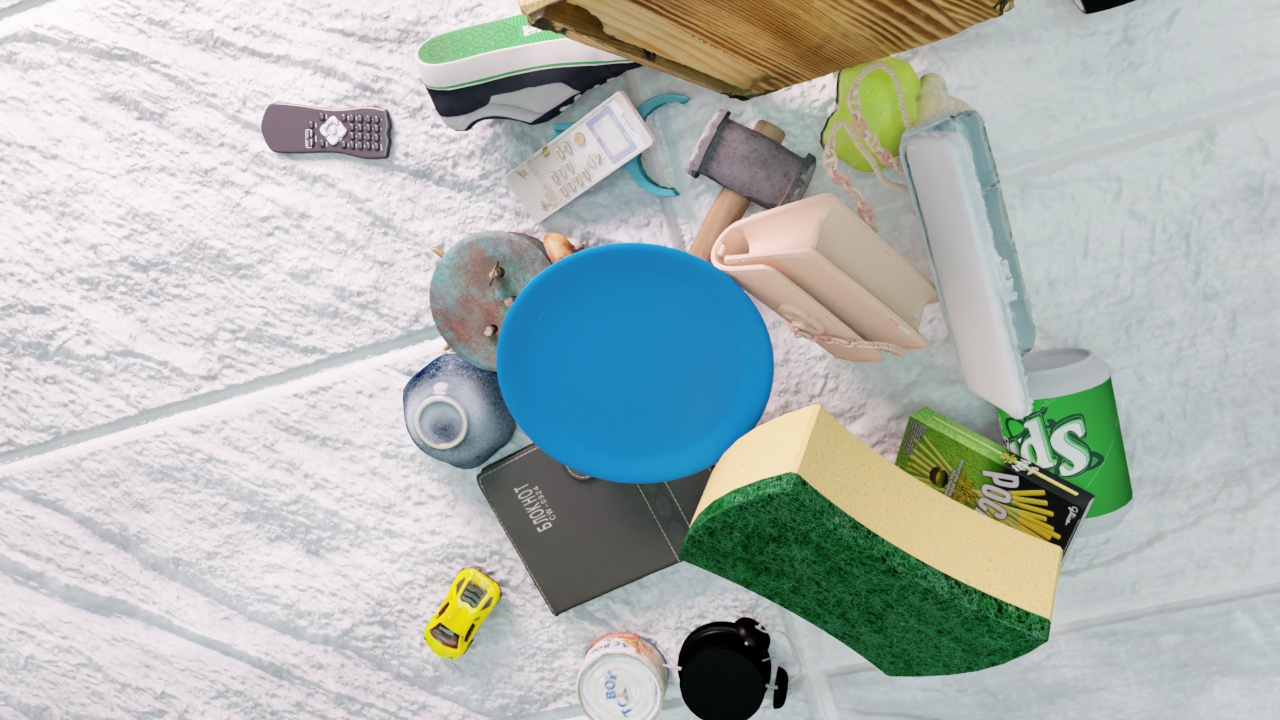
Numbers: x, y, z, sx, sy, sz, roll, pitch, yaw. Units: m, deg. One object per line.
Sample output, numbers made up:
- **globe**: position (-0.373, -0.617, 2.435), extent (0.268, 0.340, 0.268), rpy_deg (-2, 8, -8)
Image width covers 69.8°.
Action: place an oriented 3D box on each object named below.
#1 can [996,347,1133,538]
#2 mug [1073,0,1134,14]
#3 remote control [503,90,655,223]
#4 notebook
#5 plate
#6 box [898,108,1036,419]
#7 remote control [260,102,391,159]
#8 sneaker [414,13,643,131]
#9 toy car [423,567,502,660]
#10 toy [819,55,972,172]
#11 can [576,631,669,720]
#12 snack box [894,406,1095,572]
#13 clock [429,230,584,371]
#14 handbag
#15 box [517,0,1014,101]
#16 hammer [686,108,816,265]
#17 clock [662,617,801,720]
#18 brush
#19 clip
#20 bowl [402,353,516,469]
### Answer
- **can**: position (0.343, 0.066, 0.747), extent (0.088, 0.087, 0.140), rpy_deg (-13, 99, 11)
- **mug**: position (0.356, -0.322, 0.678), extent (0.100, 0.084, 0.118), rpy_deg (-32, 65, 26)
- **remote control**: position (-0.054, -0.170, 0.780), extent (0.136, 0.011, 0.050), rpy_deg (-29, 105, 29)
- **notebook**: position (-0.030, 0.128, 0.851), extent (0.209, 0.029, 0.169), rpy_deg (-27, 96, 11)
- **plate**: position (-0.004, 0.004, 0.751), extent (0.224, 0.024, 0.225), rpy_deg (2, 120, 2)
- **box**: position (0.243, -0.074, 0.676), extent (0.084, 0.185, 0.211), rpy_deg (-12, 107, 31)
- **remote control**: position (-0.286, -0.209, 0.832), extent (0.124, 0.009, 0.046), rpy_deg (5, 102, 8)
- **sneaker**: position (-0.061, -0.244, 0.764), extent (0.235, 0.084, 0.079), rpy_deg (-10, 135, 3)
- **toy car**: position (-0.176, 0.250, 0.897), extent (0.049, 0.030, 0.107), rpy_deg (31, 106, 1)
- **toy**: position (0.207, -0.194, 0.739), extent (0.115, 0.046, 0.092), rpy_deg (12, 104, -1)
- **can**: position (-0.017, 0.307, 0.876), extent (0.086, 0.043, 0.086), rpy_deg (1, 100, 8)
- **snack box**: position (0.279, 0.108, 0.747), extent (0.148, 0.025, 0.080), rpy_deg (32, 128, 35)
- **clock**: position (-0.104, -0.055, 0.802), extent (0.158, 0.073, 0.121), rpy_deg (-3, 101, 9)
- **handbag**: position (0.172, -0.102, 0.741), extent (0.198, 0.117, 0.187), rpy_deg (32, 70, -30)
- **box**: position (0.105, -0.283, 0.578), extent (0.259, 0.278, 0.221), rpy_deg (18, 102, 32)
- **hammer**: position (0.034, -0.050, 0.784), extent (0.098, 0.052, 0.329), rpy_deg (29, 102, 3)
- **clock**: position (0.089, 0.289, 0.855), extent (0.121, 0.042, 0.091), rpy_deg (-23, 97, 13)
- **brush**: position (0.172, 0.153, 0.727), extent (0.250, 0.075, 0.196), rpy_deg (30, 148, -6)
- **clip**: position (-0.002, -0.178, 0.787), extent (0.121, 0.033, 0.119), rpy_deg (-26, 100, 13)
- **bowl**: position (-0.174, 0.052, 0.844), extent (0.110, 0.055, 0.110), rpy_deg (2, 101, 8)
